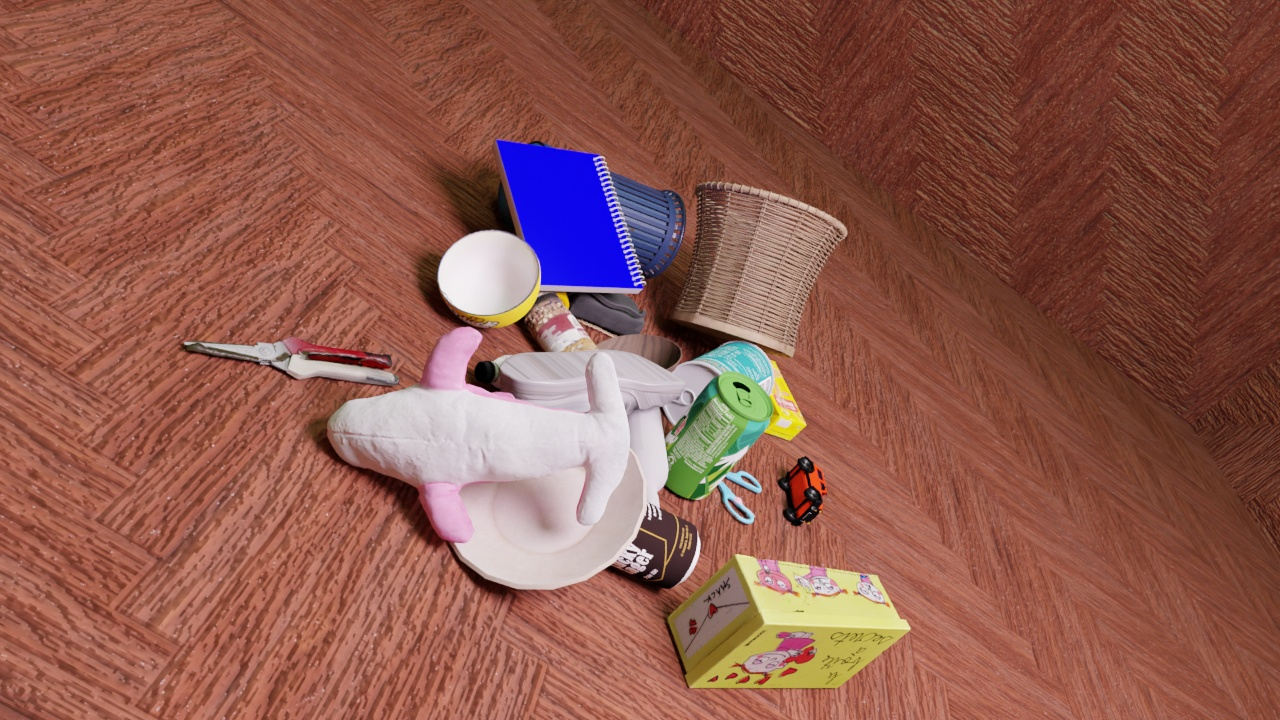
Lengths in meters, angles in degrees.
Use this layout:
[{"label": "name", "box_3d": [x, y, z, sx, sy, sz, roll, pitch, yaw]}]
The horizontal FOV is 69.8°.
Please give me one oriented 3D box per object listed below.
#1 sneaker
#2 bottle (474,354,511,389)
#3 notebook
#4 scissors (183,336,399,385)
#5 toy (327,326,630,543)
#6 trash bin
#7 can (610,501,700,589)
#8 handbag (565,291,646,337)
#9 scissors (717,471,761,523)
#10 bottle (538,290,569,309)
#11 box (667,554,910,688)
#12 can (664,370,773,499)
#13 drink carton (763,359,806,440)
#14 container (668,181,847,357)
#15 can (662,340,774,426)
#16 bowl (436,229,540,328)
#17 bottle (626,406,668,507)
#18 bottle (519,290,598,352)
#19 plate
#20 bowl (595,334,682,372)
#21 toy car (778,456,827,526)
[{"label": "sneaker", "box_3d": [-0.056, 0.048, 1.015, 0.235, 0.090, 0.099, 1, 25, -36]}, {"label": "bottle", "box_3d": [-0.133, 0.015, 1.022, 0.115, 0.041, 0.041, 4, 44, -47]}, {"label": "notebook", "box_3d": [-0.089, -0.182, 1.177, 0.171, 0.022, 0.209, -2, 65, -39]}, {"label": "scissors", "box_3d": [-0.319, -0.006, 0.859, 0.188, 0.015, 0.139, 31, 31, -16]}, {"label": "toy", "box_3d": [-0.141, 0.062, 0.830, 0.265, 0.186, 0.127, 3, 5, 2]}, {"label": "trash bin", "box_3d": [-0.073, -0.218, 1.326, 0.249, 0.140, 0.139, 15, 37, -35]}, {"label": "can", "box_3d": [-0.009, 0.173, 0.911, 0.128, 0.072, 0.071, 28, 30, -20]}, {"label": "handbag", "box_3d": [-0.048, -0.078, 1.244, 0.128, 0.054, 0.079, 21, 29, -26]}, {"label": "scissors", "box_3d": [0.107, 0.144, 1.153, 0.117, 0.015, 0.139, -10, 58, -54]}, {"label": "bottle", "box_3d": [-0.127, -0.115, 1.211, 0.043, 0.043, 0.143, 20, 34, -32]}, {"label": "box", "box_3d": [0.151, 0.267, 0.916, 0.220, 0.125, 0.079, 19, 35, -36]}, {"label": "can", "box_3d": [0.083, 0.087, 1.058, 0.083, 0.144, 0.082, 23, 35, -18]}, {"label": "drink carton", "box_3d": [0.191, 0.052, 1.350, 0.058, 0.043, 0.134, 20, 35, -34]}, {"label": "container", "box_3d": [0.160, -0.125, 1.330, 0.227, 0.196, 0.227, 18, -1, 0]}, {"label": "can", "box_3d": [0.104, 0.035, 1.211, 0.099, 0.099, 0.143, 46, 29, 12]}, {"label": "bowl", "box_3d": [-0.173, -0.086, 1.071, 0.117, 0.068, 0.117, 0, 64, -1]}, {"label": "bottle", "box_3d": [0.003, 0.106, 1.040, 0.052, 0.053, 0.194, 26, 31, -24]}, {"label": "bottle", "box_3d": [-0.097, -0.029, 1.111, 0.056, 0.056, 0.105, -7, 53, -53]}, {"label": "plate", "box_3d": [-0.088, 0.130, 0.848, 0.189, 0.027, 0.188, 0, 50, 0]}, {"label": "bowl", "box_3d": [-0.007, 0.007, 1.156, 0.119, 0.032, 0.119, -3, 27, 1]}, {"label": "toy car", "box_3d": [0.217, 0.172, 1.200, 0.048, 0.051, 0.100, 28, 30, -17]}]
